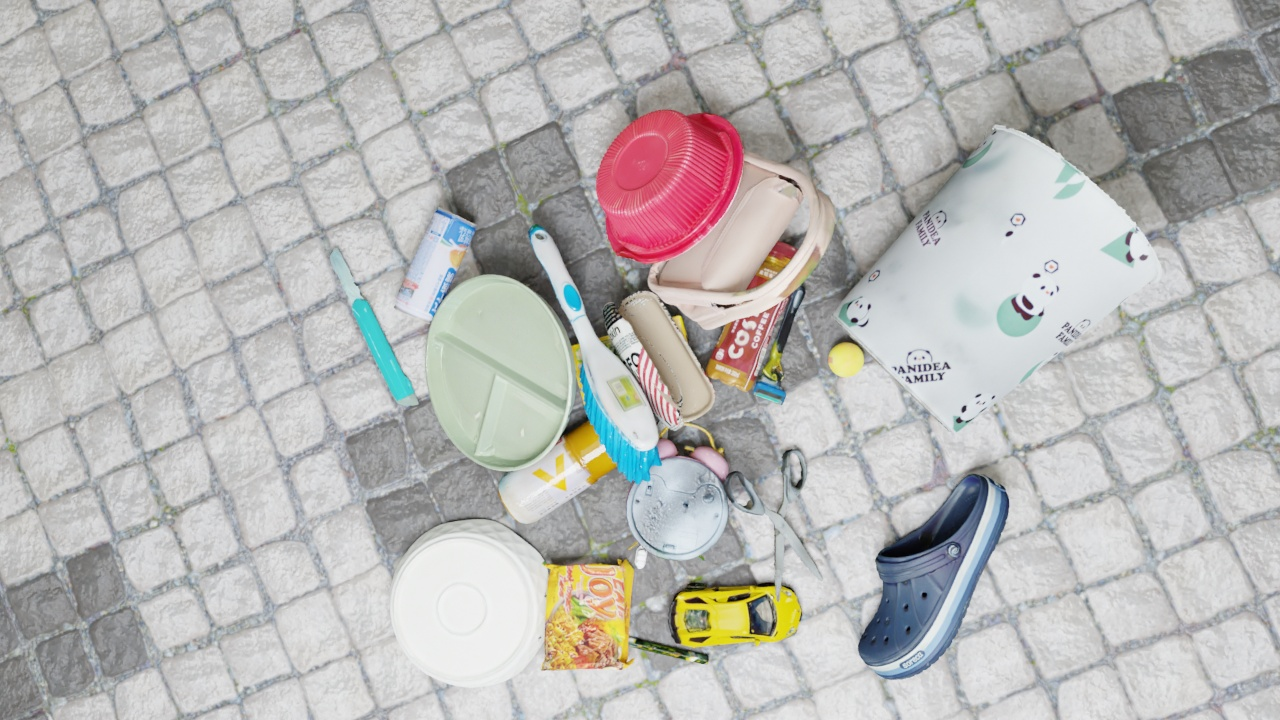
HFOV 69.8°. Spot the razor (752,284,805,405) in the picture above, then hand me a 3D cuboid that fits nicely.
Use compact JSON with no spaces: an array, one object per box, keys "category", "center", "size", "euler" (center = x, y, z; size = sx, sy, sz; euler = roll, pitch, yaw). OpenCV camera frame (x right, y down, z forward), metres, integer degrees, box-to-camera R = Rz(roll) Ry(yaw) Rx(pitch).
[{"category":"razor","center":[0.165,-0.022,1.076],"size":[0.042,0.022,0.142],"euler":[18,87,-25]}]

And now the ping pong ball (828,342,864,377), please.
[{"category":"ping pong ball","center":[0.237,-0.001,1.057],"size":[0.040,0.040,0.040],"euler":[0,89,7]}]

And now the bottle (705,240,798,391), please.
[{"category":"bottle","center":[0.133,-0.053,1.062],"size":[0.057,0.057,0.175],"euler":[23,91,7]}]

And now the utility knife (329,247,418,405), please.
[{"category":"utility knife","center":[-0.334,-0.040,1.143],"size":[0.029,0.013,0.222],"euler":[-27,88,8]}]

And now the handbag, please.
[{"category":"handbag","center":[0.120,-0.124,0.976],"size":[0.093,0.234,0.193],"euler":[31,87,-23]}]

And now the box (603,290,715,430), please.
[{"category":"box","center":[0.023,-0.005,1.040],"size":[0.087,0.076,0.162],"euler":[-31,82,-20]}]

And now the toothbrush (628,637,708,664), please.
[{"category":"toothbrush","center":[-0.010,0.335,1.093],"size":[0.186,0.017,0.012],"euler":[11,55,7]}]

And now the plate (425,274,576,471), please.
[{"category":"plate","center":[-0.163,0.014,1.068],"size":[0.231,0.027,0.230],"euler":[5,99,33]}]

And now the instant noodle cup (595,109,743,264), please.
[{"category":"instant noodle cup","center":[0.018,-0.206,1.024],"size":[0.194,0.065,0.193],"euler":[-19,59,33]}]

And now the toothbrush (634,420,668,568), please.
[{"category":"toothbrush","center":[0.013,0.159,1.094],"size":[0.016,0.016,0.180],"euler":[9,90,-2]}]

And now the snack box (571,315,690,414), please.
[{"category":"snack box","center":[-0.006,0.006,1.092],"size":[0.140,0.033,0.087],"euler":[-16,87,5]}]

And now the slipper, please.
[{"category":"slipper","center":[0.312,0.232,1.010],"size":[0.095,0.105,0.253],"euler":[31,90,-1]}]

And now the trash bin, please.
[{"category":"trash bin","center":[0.355,-0.072,0.961],"size":[0.229,0.229,0.252],"euler":[45,100,6]}]

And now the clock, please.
[{"category":"clock","center":[0.043,0.149,1.061],"size":[0.117,0.060,0.158],"euler":[11,89,-4]}]

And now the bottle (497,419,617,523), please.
[{"category":"bottle","center":[-0.077,0.119,1.080],"size":[0.189,0.068,0.068],"euler":[-34,85,4]}]

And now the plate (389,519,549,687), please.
[{"category":"plate","center":[-0.209,0.296,1.105],"size":[0.205,0.045,0.205],"euler":[0,88,7]}]

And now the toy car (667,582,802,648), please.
[{"category":"toy car","center":[0.110,0.295,1.068],"size":[0.156,0.041,0.071],"euler":[-4,89,6]}]

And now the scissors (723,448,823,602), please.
[{"category":"scissors","center":[0.162,0.184,1.058],"size":[0.181,0.014,0.159],"euler":[39,73,-17]}]

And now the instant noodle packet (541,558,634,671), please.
[{"category":"instant noodle packet","center":[-0.062,0.297,1.076],"size":[0.111,0.044,0.128],"euler":[1,75,-2]}]

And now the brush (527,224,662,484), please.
[{"category":"brush","center":[-0.057,-0.014,1.038],"size":[0.060,0.110,0.314],"euler":[-21,58,-17]}]

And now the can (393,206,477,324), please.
[{"category":"can","center":[-0.250,-0.114,1.113],"size":[0.053,0.053,0.134],"euler":[25,92,7]}]
